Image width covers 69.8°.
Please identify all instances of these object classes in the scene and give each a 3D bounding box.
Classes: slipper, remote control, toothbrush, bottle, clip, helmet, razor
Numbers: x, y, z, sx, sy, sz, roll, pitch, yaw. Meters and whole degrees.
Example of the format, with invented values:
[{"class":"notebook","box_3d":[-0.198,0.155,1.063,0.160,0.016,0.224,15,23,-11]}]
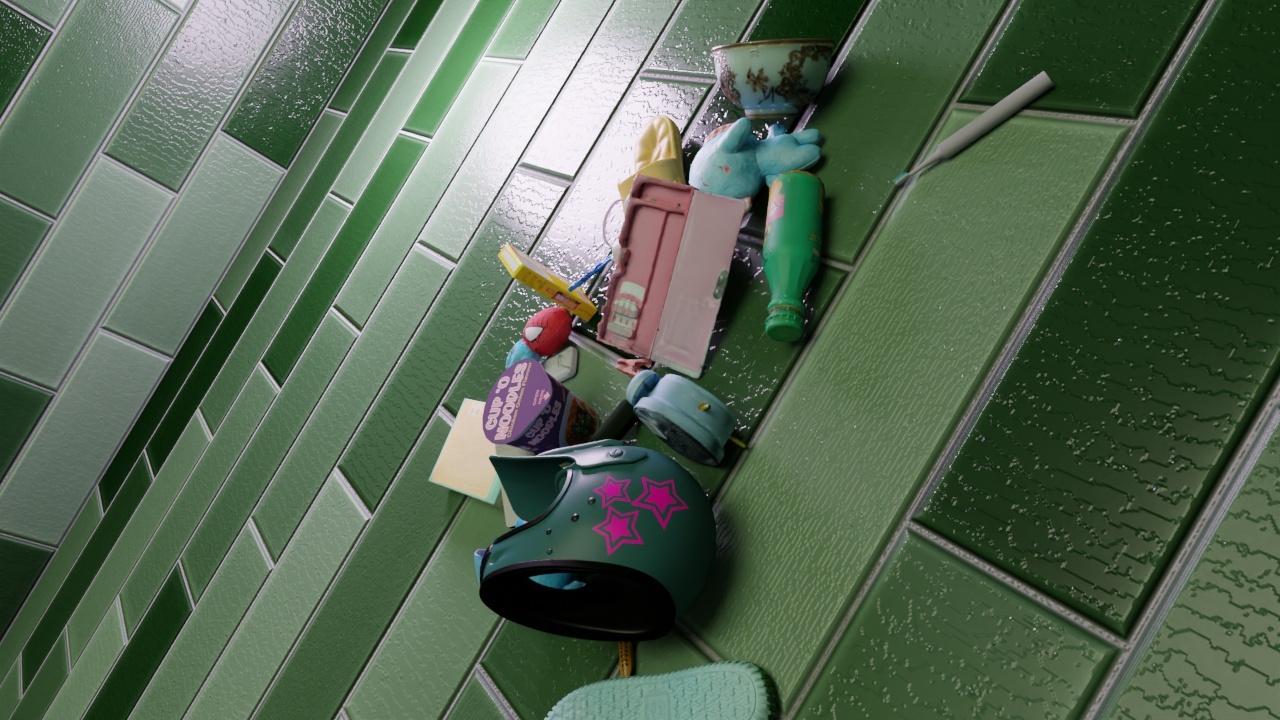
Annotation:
[{"class":"slipper","box_3d":[0.013,-0.260,1.346,0.100,0.078,0.262,-27,51,38]},{"class":"remote control","box_3d":[-0.147,0.020,1.376,0.134,0.022,0.050,-25,49,35]},{"class":"toothbrush","box_3d":[0.362,-0.250,1.009,0.188,0.018,0.019,-35,46,27]},{"class":"bottle","box_3d":[-0.047,0.104,1.176,0.122,0.033,0.033,-49,35,-19]},{"class":"clip","box_3d":[-0.010,0.015,1.235,0.060,0.023,0.045,-18,51,32]},{"class":"slipper","box_3d":[0.014,0.377,0.933,0.277,0.069,0.115,-21,49,18]},{"class":"helmet","box_3d":[-0.052,0.183,1.011,0.275,0.177,0.199,-1,42,17]},{"class":"remote control","box_3d":[-0.166,0.161,1.266,0.058,0.013,0.133,-16,68,11]},{"class":"razor","box_3d":[-0.016,0.334,1.026,0.044,0.021,0.144,-16,53,18]},{"class":"bottle","box_3d":[0.178,-0.122,1.083,0.068,0.068,0.209,-15,55,41]}]

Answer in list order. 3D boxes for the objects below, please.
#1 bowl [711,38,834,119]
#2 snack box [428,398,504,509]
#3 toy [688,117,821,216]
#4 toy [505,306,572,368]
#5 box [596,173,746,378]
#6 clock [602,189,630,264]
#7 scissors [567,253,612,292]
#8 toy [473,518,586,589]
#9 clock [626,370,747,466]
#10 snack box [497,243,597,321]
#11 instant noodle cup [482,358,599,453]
[{"class":"bowl","box_3d":[0.175,-0.369,1.211,0.160,0.159,0.094,15,113,51]},{"class":"snack box","box_3d":[-0.230,0.136,1.371,0.194,0.044,0.141,6,71,49]},{"class":"toy","box_3d":[0.142,-0.261,1.191,0.181,0.115,0.183,-16,48,28]},{"class":"toy","box_3d":[-0.154,-0.030,1.374,0.133,0.062,0.092,-44,11,0]},{"class":"box","box_3d":[0.041,-0.110,1.186,0.179,0.040,0.233,22,103,32]},{"class":"clock","box_3d":[0.018,-0.172,1.255,0.159,0.061,0.120,22,103,28]},{"class":"scissors","box_3d":[-0.067,-0.133,1.360,0.125,0.013,0.127,-42,10,-33]},{"class":"toy","box_3d":[-0.107,0.235,1.143,0.224,0.099,0.191,8,60,41]},{"class":"clock","box_3d":[0.042,0.064,1.069,0.162,0.118,0.060,21,70,45]},{"class":"snack box","box_3d":[-0.135,-0.114,1.348,0.025,0.152,0.075,-51,40,11]},{"class":"instant noodle cup","box_3d":[-0.121,0.077,1.229,0.137,0.121,0.121,-10,58,44]}]
